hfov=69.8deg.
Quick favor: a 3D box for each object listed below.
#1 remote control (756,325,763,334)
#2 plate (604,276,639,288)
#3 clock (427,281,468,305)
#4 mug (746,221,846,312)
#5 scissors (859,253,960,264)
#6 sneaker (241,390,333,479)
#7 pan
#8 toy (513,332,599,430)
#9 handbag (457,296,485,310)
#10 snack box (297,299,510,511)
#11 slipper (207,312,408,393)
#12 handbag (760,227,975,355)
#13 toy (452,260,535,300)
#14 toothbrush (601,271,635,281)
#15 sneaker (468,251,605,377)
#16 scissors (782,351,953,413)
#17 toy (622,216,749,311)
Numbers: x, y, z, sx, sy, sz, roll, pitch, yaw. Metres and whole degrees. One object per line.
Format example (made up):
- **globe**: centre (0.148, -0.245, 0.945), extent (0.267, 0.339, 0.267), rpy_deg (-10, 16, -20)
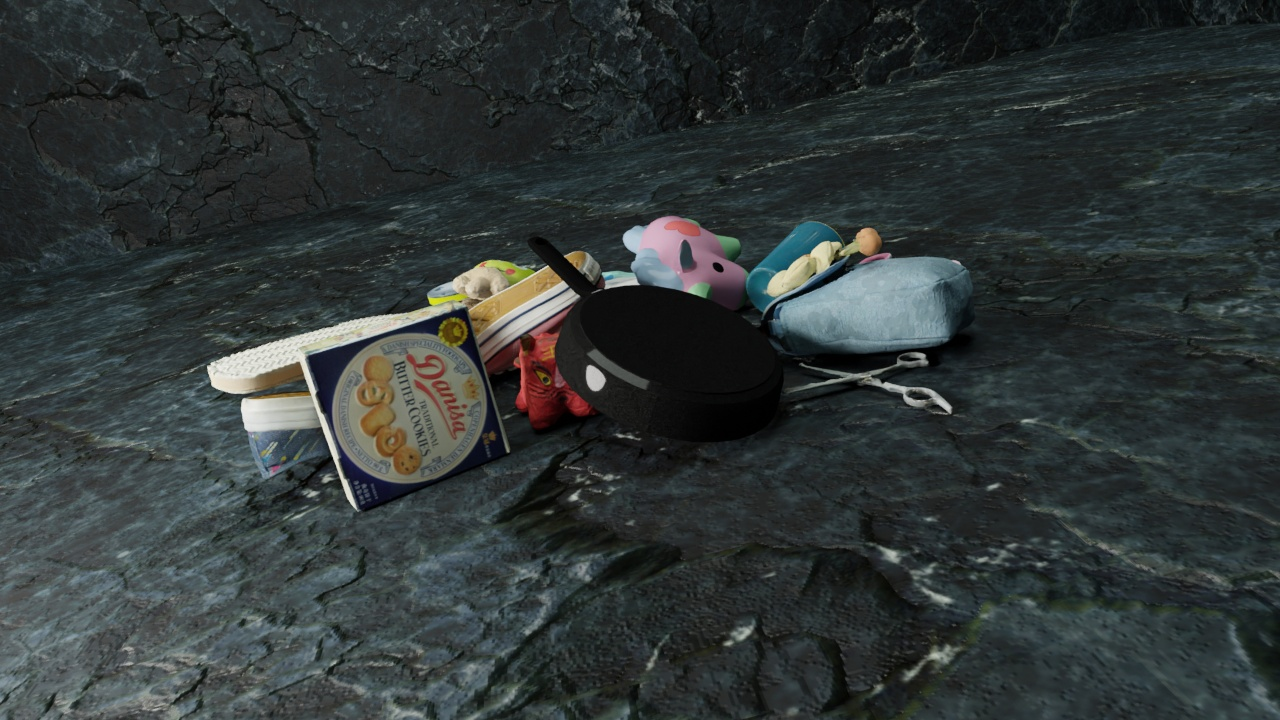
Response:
- **remote control**: centre (0.163, -0.042, 0.981), extent (0.151, 0.020, 0.041), rpy_deg (-26, 25, -37)
- **plate**: centre (-0.048, -0.080, 1.183), extent (0.242, 0.016, 0.242), rpy_deg (-6, 22, 2)
- **clock**: centre (-0.236, -0.081, 1.264), extent (0.119, 0.057, 0.083), rpy_deg (-5, 20, 21)
- **mug**: centre (0.179, -0.104, 1.071), extent (0.078, 0.078, 0.121), rpy_deg (6, 31, 40)
- **scissors**: centre (0.292, -0.096, 1.065), extent (0.169, 0.014, 0.170), rpy_deg (0, 23, 30)
- **sneaker**: centre (-0.247, 0.063, 0.861), extent (0.235, 0.079, 0.088), rpy_deg (-4, 4, -37)
- **pan**: centre (-0.013, -0.045, 0.855), extent (0.203, 0.044, 0.355), rpy_deg (-9, 38, -35)
- **toy**: centre (-0.089, 0.001, 0.903), extent (0.088, 0.094, 0.133), rpy_deg (-20, 21, -17)
- **handbag**: centre (-0.240, -0.044, 1.141), extent (0.138, 0.063, 0.166), rpy_deg (1, 18, 6)
- **snack box**: centre (-0.203, 0.036, 0.799), extent (0.144, 0.144, 0.043), rpy_deg (-21, 18, -22)
- **slipper**: centre (-0.289, -0.006, 0.912), extent (0.115, 0.054, 0.271), rpy_deg (4, 15, 39)
- **handbag**: centre (0.212, -0.066, 0.873), extent (0.192, 0.118, 0.121), rpy_deg (-3, 14, 38)
- **toy**: centre (-0.183, -0.098, 1.135), extent (0.092, 0.043, 0.117), rpy_deg (18, 20, 29)
- **toothbrush**: centre (-0.041, -0.110, 1.206), extent (0.135, 0.017, 0.022), rpy_deg (-13, 29, -15)
- **sneaker**: centre (-0.134, -0.024, 1.016), extent (0.241, 0.088, 0.118), rpy_deg (-32, 31, 8)
- **scissors**: centre (0.206, 0.019, 0.802), extent (0.141, 0.014, 0.175), rpy_deg (-18, 22, -23)
- **toy**: centre (0.042, -0.117, 1.110), extent (0.170, 0.120, 0.222), rpy_deg (-10, 33, -42)
